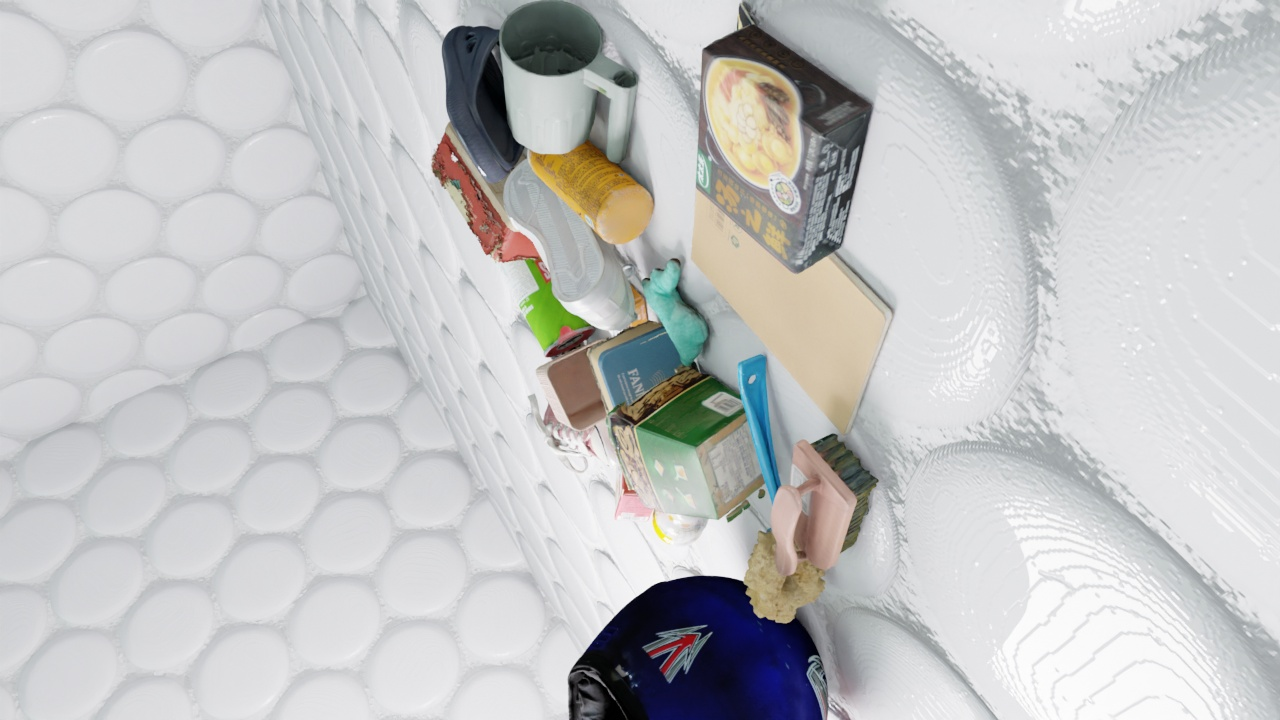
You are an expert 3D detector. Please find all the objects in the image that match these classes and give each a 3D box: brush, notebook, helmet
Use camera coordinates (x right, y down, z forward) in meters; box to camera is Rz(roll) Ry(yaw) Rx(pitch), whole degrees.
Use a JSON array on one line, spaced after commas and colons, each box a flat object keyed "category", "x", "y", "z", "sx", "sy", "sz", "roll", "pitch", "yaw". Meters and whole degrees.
[{"category": "brush", "x": 0.137, "y": 0.123, "z": 0.726, "sx": 0.063, "sy": 0.073, "sz": 0.146, "roll": 50, "pitch": 160, "yaw": 31}, {"category": "notebook", "x": 0.100, "y": -0.057, "z": 0.678, "sx": 0.207, "sy": 0.008, "sz": 0.148, "roll": 52, "pitch": 159, "yaw": 29}, {"category": "brush", "x": 0.114, "y": 0.115, "z": 0.796, "sx": 0.046, "sy": 0.083, "sz": 0.255, "roll": 30, "pitch": 135, "yaw": 63}, {"category": "helmet", "x": 0.070, "y": 0.369, "z": 0.958, "sx": 0.247, "sy": 0.239, "sz": 0.316, "roll": 45, "pitch": 144, "yaw": 40}]

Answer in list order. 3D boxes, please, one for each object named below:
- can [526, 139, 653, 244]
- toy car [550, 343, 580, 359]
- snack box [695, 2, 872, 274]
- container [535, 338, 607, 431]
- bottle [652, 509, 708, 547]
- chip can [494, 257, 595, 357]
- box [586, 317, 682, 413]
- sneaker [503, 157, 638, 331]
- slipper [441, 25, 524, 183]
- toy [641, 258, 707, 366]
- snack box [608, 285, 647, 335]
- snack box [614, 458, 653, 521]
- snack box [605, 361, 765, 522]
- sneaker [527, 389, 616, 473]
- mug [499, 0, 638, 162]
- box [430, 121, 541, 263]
[{"category": "can", "x": -0.049, "y": -0.166, "z": 0.848, "sx": 0.146, "sy": 0.058, "sz": 0.058, "roll": 47, "pitch": 156, "yaw": 39}, {"category": "toy car", "x": -0.109, "y": -0.030, "z": 1.220, "sx": 0.070, "sy": 0.042, "sz": 0.158, "roll": 20, "pitch": 135, "yaw": 64}, {"category": "snack box", "x": 0.079, "y": -0.137, "z": 0.570, "sx": 0.125, "sy": 0.053, "sz": 0.113, "roll": 46, "pitch": 156, "yaw": 29}, {"category": "container", "x": -0.074, "y": 0.030, "z": 1.139, "sx": 0.090, "sy": 0.089, "sz": 0.111, "roll": 65, "pitch": 164, "yaw": -7}, {"category": "bottle", "x": 0.048, "y": 0.170, "z": 1.038, "sx": 0.063, "sy": 0.063, "sz": 0.109, "roll": 57, "pitch": 161, "yaw": 19}, {"category": "chip can", "x": -0.143, "y": -0.121, "z": 1.140, "sx": 0.236, "sy": 0.072, "sz": 0.072, "roll": 60, "pitch": 162, "yaw": 7}, {"category": "box", "x": 0.011, "y": 0.043, "z": 0.927, "sx": 0.059, "sy": 0.089, "sz": 0.184, "roll": 39, "pitch": 152, "yaw": 64}, {"category": "sneaker", "x": -0.064, "y": -0.121, "z": 0.931, "sx": 0.090, "sy": 0.089, "sz": 0.242, "roll": 38, "pitch": -162, "yaw": -47}, {"category": "slipper", "x": -0.134, "y": -0.264, "z": 0.902, "sx": 0.267, "sy": 0.083, "sz": 0.111, "roll": -102, "pitch": -15, "yaw": -53}, {"category": "toy", "x": 0.031, "y": -0.049, "z": 0.841, "sx": 0.092, "sy": 0.030, "sz": 0.097, "roll": 55, "pitch": 154, "yaw": 17}, {"category": "snack box", "x": -0.042, "y": -0.076, "z": 1.003, "sx": 0.153, "sy": 0.026, "sz": 0.075, "roll": 48, "pitch": 157, "yaw": 39}, {"category": "snack box", "x": -0.003, "y": 0.113, "z": 1.047, "sx": 0.127, "sy": 0.044, "sz": 0.113, "roll": 104, "pitch": 169, "yaw": -65}, {"category": "snack box", "x": 0.056, "y": 0.079, "z": 0.845, "sx": 0.106, "sy": 0.118, "sz": 0.117, "roll": 13, "pitch": 130, "yaw": 51}, {"category": "sneaker", "x": -0.093, "y": 0.096, "z": 1.277, "sx": 0.241, "sy": 0.087, "sz": 0.118, "roll": 37, "pitch": 148, "yaw": 55}, {"category": "mug", "x": -0.060, "y": -0.228, "z": 0.782, "sx": 0.124, "sy": 0.083, "sz": 0.104, "roll": 33, "pitch": 156, "yaw": 9}, {"category": "box", "x": -0.169, "y": -0.189, "z": 1.053, "sx": 0.168, "sy": 0.091, "sz": 0.080, "roll": 56, "pitch": 131, "yaw": 21}]
